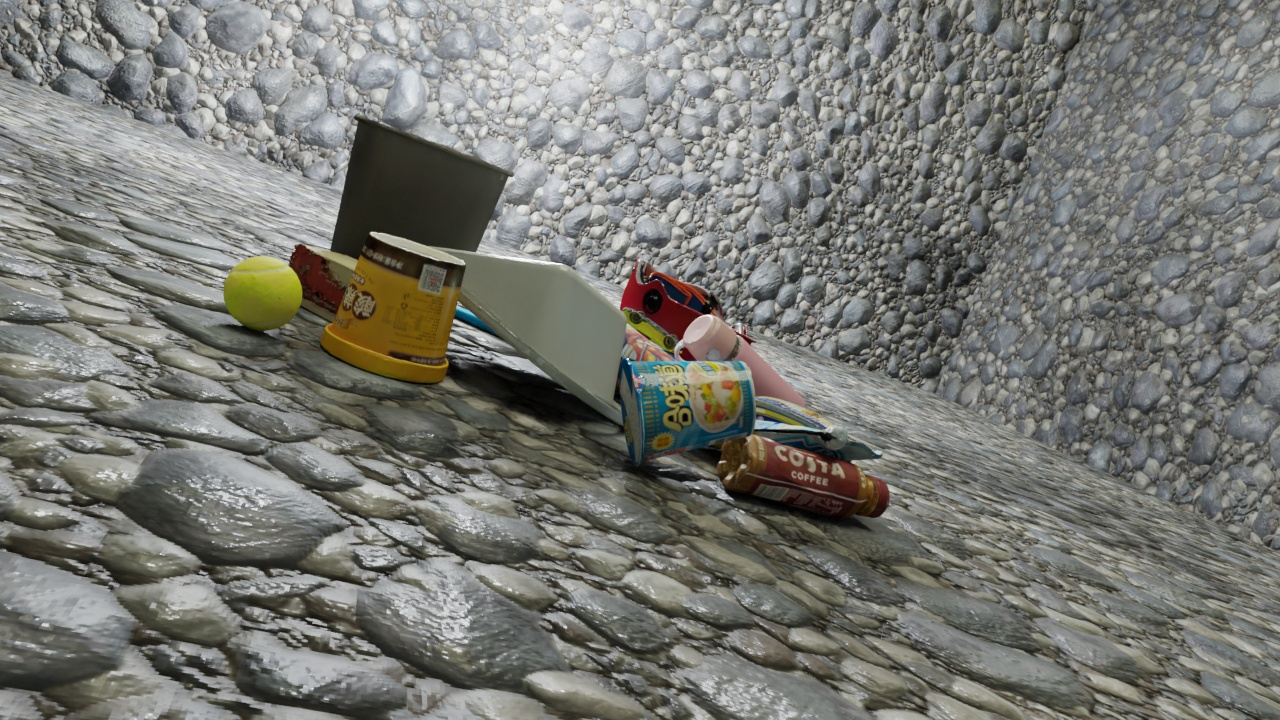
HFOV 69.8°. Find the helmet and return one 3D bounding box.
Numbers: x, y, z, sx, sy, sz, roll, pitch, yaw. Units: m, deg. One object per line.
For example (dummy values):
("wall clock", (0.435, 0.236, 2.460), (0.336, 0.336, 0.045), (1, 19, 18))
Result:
("helmet", (0.063, -0.044, 1.474), (0.206, 0.144, 0.240), (22, 16, -39))

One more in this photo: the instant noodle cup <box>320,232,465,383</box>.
("instant noodle cup", (-0.225, -0.052, 0.862), (0.118, 0.114, 0.118), (20, 8, -3))

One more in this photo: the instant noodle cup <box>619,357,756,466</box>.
("instant noodle cup", (0.043, 0.041, 0.828), (0.110, 0.099, 0.099), (-5, 13, -10))

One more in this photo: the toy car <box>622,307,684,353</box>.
("toy car", (0.015, -0.039, 1.317), (0.105, 0.032, 0.048), (34, 8, 6))

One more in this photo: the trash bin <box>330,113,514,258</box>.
("trash bin", (-0.291, -0.172, 1.150), (0.198, 0.220, 0.199), (19, 8, -17))

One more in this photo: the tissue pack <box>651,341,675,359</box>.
("tissue pack", (-0.007, -0.005, 1.335), (0.095, 0.052, 0.157), (18, 8, -28))

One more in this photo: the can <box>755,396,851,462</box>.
("can", (0.163, 0.088, 1.037), (0.148, 0.075, 0.049), (24, 12, 31))

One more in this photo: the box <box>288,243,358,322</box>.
("box", (-0.301, -0.078, 0.990), (0.168, 0.077, 0.091), (24, 7, 27))

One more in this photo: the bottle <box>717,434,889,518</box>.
("bottle", (0.161, 0.116, 0.888), (0.174, 0.057, 0.057), (17, 8, -23))

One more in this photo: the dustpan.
("dustpan", (-0.121, -0.017, 0.977), (0.258, 0.142, 0.222), (6, -14, 24))

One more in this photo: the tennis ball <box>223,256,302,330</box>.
("tennis ball", (-0.334, -0.059, 0.812), (0.065, 0.065, 0.065), (20, 8, -3))

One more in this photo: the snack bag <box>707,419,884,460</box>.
("snack bag", (0.146, 0.082, 0.955), (0.191, 0.038, 0.110), (4, -21, 34))

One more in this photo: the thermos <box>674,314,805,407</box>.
("thermos", (0.132, 0.023, 1.243), (0.198, 0.087, 0.067), (40, 29, -28))

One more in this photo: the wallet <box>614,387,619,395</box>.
("wallet", (-0.028, 0.021, 1.180), (0.090, 0.033, 0.115), (27, 9, 26))

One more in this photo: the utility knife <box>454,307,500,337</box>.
("utility knife", (-0.215, -0.052, 1.264), (0.179, 0.018, 0.034), (22, 8, 23))

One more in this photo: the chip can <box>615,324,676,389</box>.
("chip can", (-0.006, 0.006, 1.067), (0.071, 0.071, 0.215), (11, 22, -49))
